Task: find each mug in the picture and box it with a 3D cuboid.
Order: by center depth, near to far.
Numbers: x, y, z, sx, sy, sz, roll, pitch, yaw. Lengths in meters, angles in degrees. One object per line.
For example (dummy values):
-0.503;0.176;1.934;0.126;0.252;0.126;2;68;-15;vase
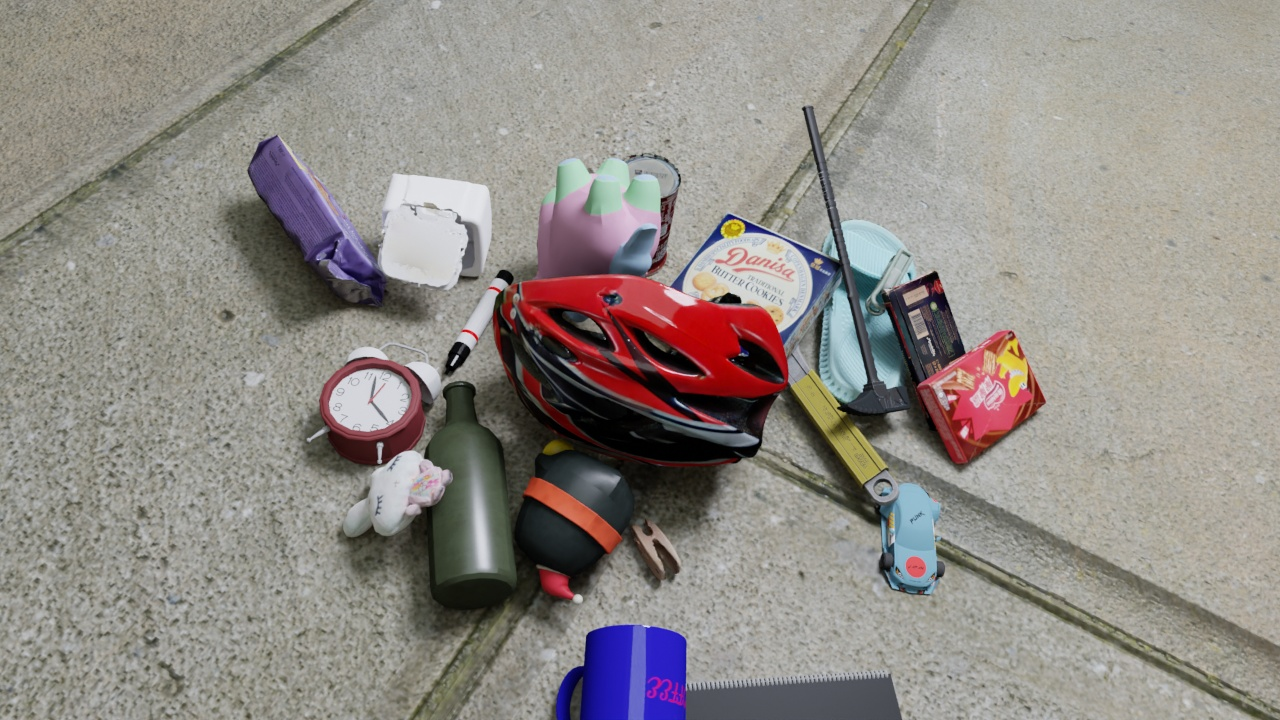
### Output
-0.018;0.259;0.707;0.111;0.079;0.083;-19;52;30;mug

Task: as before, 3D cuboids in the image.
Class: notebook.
0.114;0.324;0.719;0.206;0.016;0.148;-1;54;-8;notebook

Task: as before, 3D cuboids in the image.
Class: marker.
-0.169;-0.039;0.952;0.019;0.019;0.145;19;53;7;marker

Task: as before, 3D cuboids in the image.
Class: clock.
-0.247;0.038;0.865;0.096;0.048;0.137;16;54;5;clock

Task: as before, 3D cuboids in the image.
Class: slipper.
0.251;-0.066;1.000;0.116;0.070;0.275;15;53;0;slipper

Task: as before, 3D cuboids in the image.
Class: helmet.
-0.005;0.005;0.825;0.272;0.218;0.166;15;75;-4;helmet

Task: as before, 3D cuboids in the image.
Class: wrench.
0.177;0.032;0.926;0.083;0.018;0.273;-34;57;1;wrench

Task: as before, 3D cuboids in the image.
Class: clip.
0.012;0.168;0.817;0.047;0.025;0.062;3;51;-4;clip
0.259;-0.081;0.958;0.023;0.047;0.076;30;71;6;clip

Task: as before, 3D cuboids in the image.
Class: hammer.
0.199;-0.104;0.919;0.094;0.015;0.324;-5;79;-38;hammer

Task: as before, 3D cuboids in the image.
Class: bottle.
-0.154;0.110;0.809;0.071;0.072;0.206;-5;54;-11;bottle

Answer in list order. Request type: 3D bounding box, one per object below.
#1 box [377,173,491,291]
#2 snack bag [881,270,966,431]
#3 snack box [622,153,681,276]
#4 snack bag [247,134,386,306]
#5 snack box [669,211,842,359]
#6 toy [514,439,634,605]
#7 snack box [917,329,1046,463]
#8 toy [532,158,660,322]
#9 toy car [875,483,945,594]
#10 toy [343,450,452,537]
-0.217;-0.114;0.952;0.110;0.103;0.130;5;55;-4;box
0.303;-0.011;0.944;0.074;0.018;0.155;-22;95;-25;snack bag
0.001;-0.157;1.000;0.072;0.122;0.072;4;53;-5;snack box
-0.342;-0.142;0.964;0.058;0.096;0.205;-36;62;-5;snack bag
0.113;-0.069;0.962;0.144;0.043;0.144;29;73;25;snack box
-0.062;0.137;0.788;0.097;0.100;0.119;41;72;-17;toy
0.351;0.035;0.938;0.132;0.021;0.089;-29;94;-26;snack box
-0.044;-0.108;0.896;0.120;0.171;0.222;-6;26;-26;toy
0.253;0.160;0.852;0.060;0.028;0.107;9;52;-1;toy car
-0.208;0.113;0.781;0.037;0.126;0.075;40;53;-31;toy
